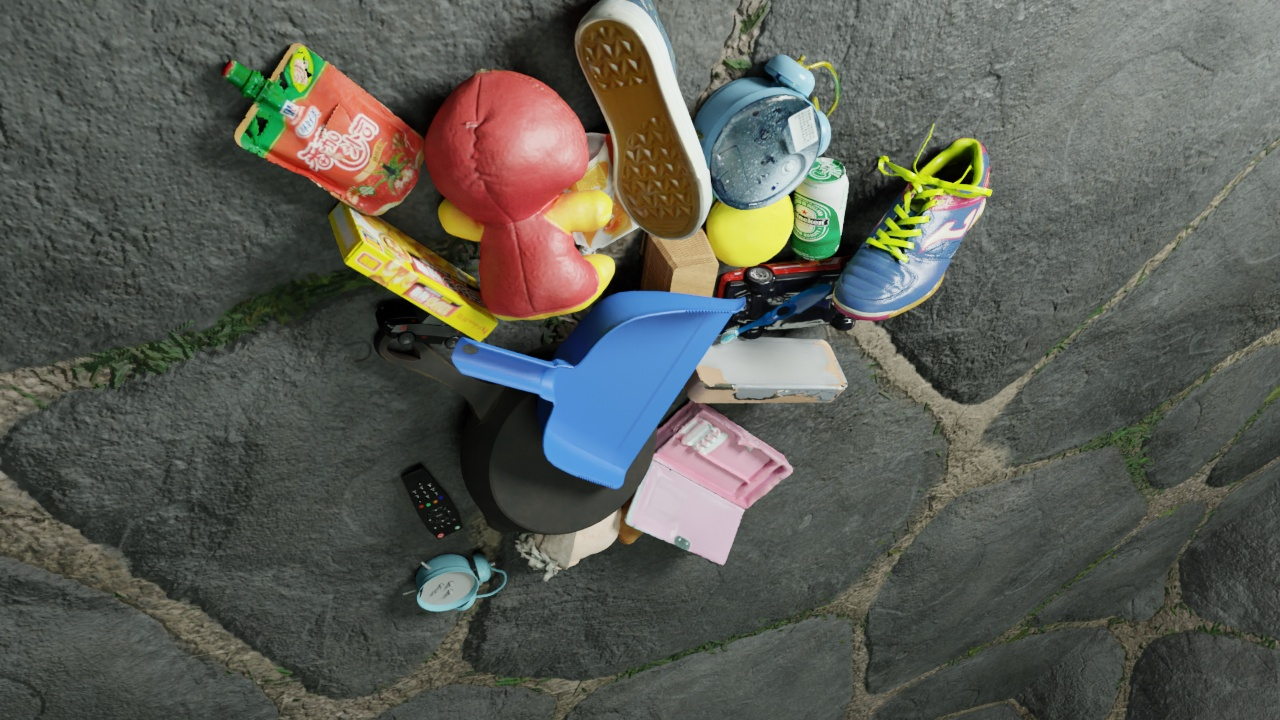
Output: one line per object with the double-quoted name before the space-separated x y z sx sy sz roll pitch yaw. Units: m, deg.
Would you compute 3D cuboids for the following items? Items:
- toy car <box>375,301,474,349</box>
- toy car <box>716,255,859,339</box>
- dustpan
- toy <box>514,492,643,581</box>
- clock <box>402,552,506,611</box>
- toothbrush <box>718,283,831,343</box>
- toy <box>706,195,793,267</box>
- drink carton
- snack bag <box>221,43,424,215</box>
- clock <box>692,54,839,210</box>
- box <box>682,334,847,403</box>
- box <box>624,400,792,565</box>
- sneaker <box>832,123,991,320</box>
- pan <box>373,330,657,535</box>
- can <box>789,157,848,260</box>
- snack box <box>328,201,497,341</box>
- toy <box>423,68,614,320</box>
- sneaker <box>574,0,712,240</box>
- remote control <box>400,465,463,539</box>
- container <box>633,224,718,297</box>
"toy car" -0.194 -0.038 0.836 0.091 0.042 0.036 5 129 -34
"toy car" 0.176 -0.073 1.010 0.189 0.056 0.082 -7 132 -11
"dustpan" -0.056 0.013 0.865 0.257 0.059 0.246 17 119 -30
"toy" -0.069 0.191 1.105 0.175 0.076 0.133 5 111 -31
"clock" -0.219 0.272 1.117 0.123 0.042 0.088 12 122 -36
"toothbrush" 0.143 -0.049 0.976 0.132 0.016 0.021 -27 106 12
"toy" 0.110 -0.136 0.922 0.095 0.041 0.094 -5 127 -20
"drink carton" -0.041 -0.145 0.835 0.069 0.039 0.122 -30 144 -4
"snack bag" -0.240 -0.175 0.691 0.155 0.044 0.087 32 98 -38
"clock" 0.118 -0.210 0.843 0.162 0.060 0.118 -31 139 -1
"box" 0.128 0.018 1.042 0.216 0.107 0.095 2 116 -32
"box" 0.082 0.156 1.172 0.179 0.059 0.232 -54 136 0
"sneaker" 0.277 -0.143 0.945 0.241 0.116 0.091 -47 151 -22
"pan" -0.118 0.063 0.941 0.356 0.043 0.249 35 92 -37
"can" 0.182 -0.152 0.939 0.053 0.053 0.101 -18 137 -15
"snack box" -0.191 -0.075 0.779 0.025 0.075 0.152 -44 137 11
"toy" -0.099 -0.129 0.749 0.147 0.098 0.216 -12 129 2
"sneaker" 0.014 -0.205 0.773 0.087 0.079 0.236 4 142 22
"remote control" -0.233 0.158 1.023 0.039 0.010 0.125 -24 138 -8
"container" 0.036 -0.077 0.920 0.063 0.061 0.114 -10 134 -22
